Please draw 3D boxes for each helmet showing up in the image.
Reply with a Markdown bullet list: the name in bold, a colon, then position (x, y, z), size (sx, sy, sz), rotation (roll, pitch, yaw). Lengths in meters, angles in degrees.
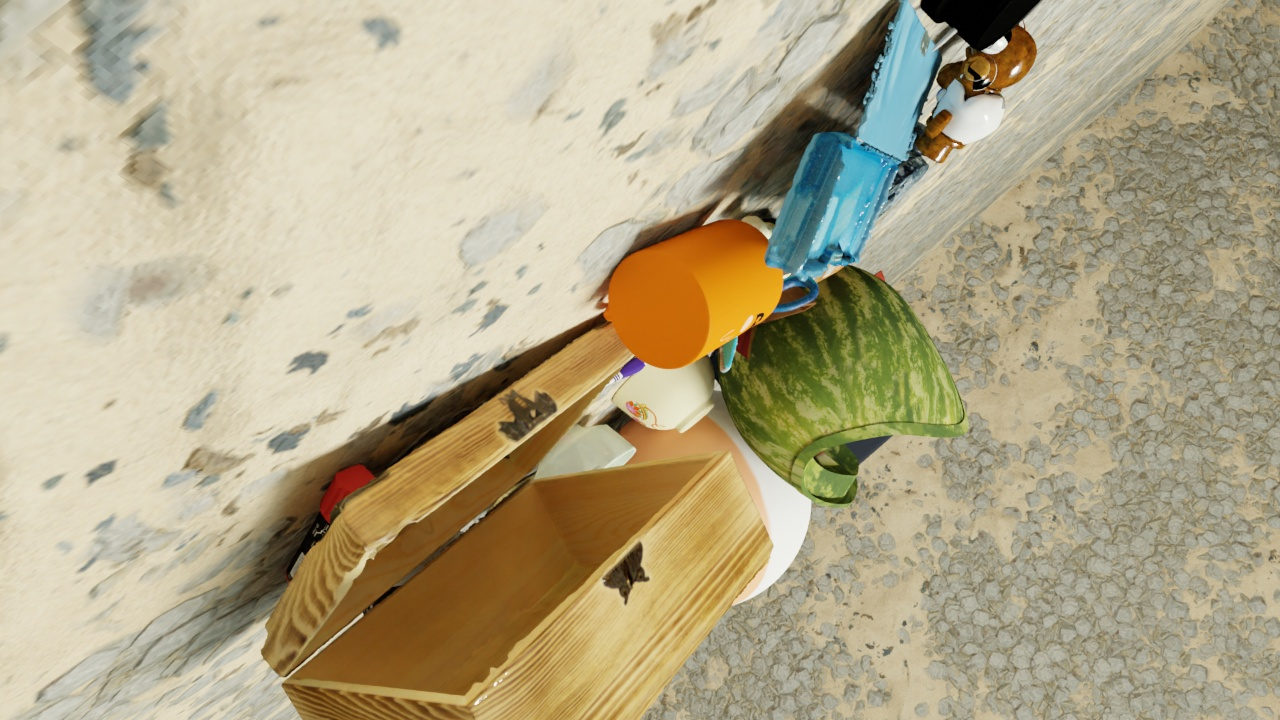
- **helmet**: position (0.195, 0.009, 0.973), size (0.243, 0.246, 0.214), rotation (16, 137, -33)

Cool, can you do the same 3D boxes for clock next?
- **clock**: position (0.218, -0.166, 0.820), size (0.129, 0.052, 0.090), rotation (-35, 169, -21)
- **clock**: position (0.222, -0.236, 0.537), size (0.091, 0.042, 0.121), rotation (-31, 167, -42)

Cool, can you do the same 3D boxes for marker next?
- **marker**: position (-0.201, 0.110, 0.584), size (0.023, 0.021, 0.145), rotation (5, 144, -33)

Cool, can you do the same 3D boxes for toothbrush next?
- **toothbrush**: position (-0.005, 0.005, 0.867), size (0.186, 0.015, 0.016), rotation (-30, 172, -46)

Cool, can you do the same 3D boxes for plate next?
- **plate**: position (0.090, -0.046, 0.827), size (0.131, 0.025, 0.131), rotation (-13, 177, -1)

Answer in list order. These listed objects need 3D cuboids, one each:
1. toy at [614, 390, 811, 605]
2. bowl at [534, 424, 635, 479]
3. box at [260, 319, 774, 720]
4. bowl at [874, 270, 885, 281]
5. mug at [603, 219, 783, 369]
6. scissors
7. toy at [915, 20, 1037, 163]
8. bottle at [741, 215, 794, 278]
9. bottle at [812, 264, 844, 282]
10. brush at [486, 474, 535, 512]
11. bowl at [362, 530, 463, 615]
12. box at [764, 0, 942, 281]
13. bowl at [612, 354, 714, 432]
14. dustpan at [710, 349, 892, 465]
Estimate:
- **toy**: position (0.056, 0.169, 1.101), size (0.280, 0.265, 0.264), rotation (-16, 146, -37)
- **bowl**: position (-0.067, 0.107, 0.957), size (0.117, 0.061, 0.117), rotation (-39, 171, -7)
- **box**: position (-0.107, 0.133, 0.652), size (0.259, 0.221, 0.278), rotation (-17, -164, 44)
- **bowl**: position (0.502, -0.146, 2.043), size (0.122, 0.035, 0.122), rotation (-38, 170, -8)
- **mug**: position (0.024, -0.044, 0.616), size (0.113, 0.077, 0.095), rotation (-7, -166, 40)
- **scissors**: position (0.076, -0.036, 0.674), size (0.137, 0.127, 0.012), rotation (-81, 164, -52)
- **toy**: position (0.248, -0.204, 0.687), size (0.087, 0.067, 0.113), rotation (-29, 160, -49)
- **bottle**: position (0.100, -0.092, 0.728), size (0.045, 0.045, 0.184), rotation (-42, 170, 12)
- **bottle**: position (0.182, -0.115, 0.896), size (0.059, 0.059, 0.166), rotation (-46, 170, 32)
- **brush**: position (-0.115, 0.155, 1.051), size (0.059, 0.043, 0.195), rotation (-45, 170, 23)
- **bowl**: position (-0.187, 0.183, 0.797), size (0.120, 0.066, 0.120), rotation (-14, -166, 3)
- **box**: position (0.158, -0.145, 0.638), size (0.231, 0.033, 0.175), rotation (-19, 134, -66)
- **bowl**: position (0.038, 0.035, 0.991), size (0.118, 0.074, 0.118), rotation (-38, 170, -8)
- **dustpan**: position (0.193, 0.070, 1.251), size (0.272, 0.236, 0.080), rotation (-37, 171, -16)
